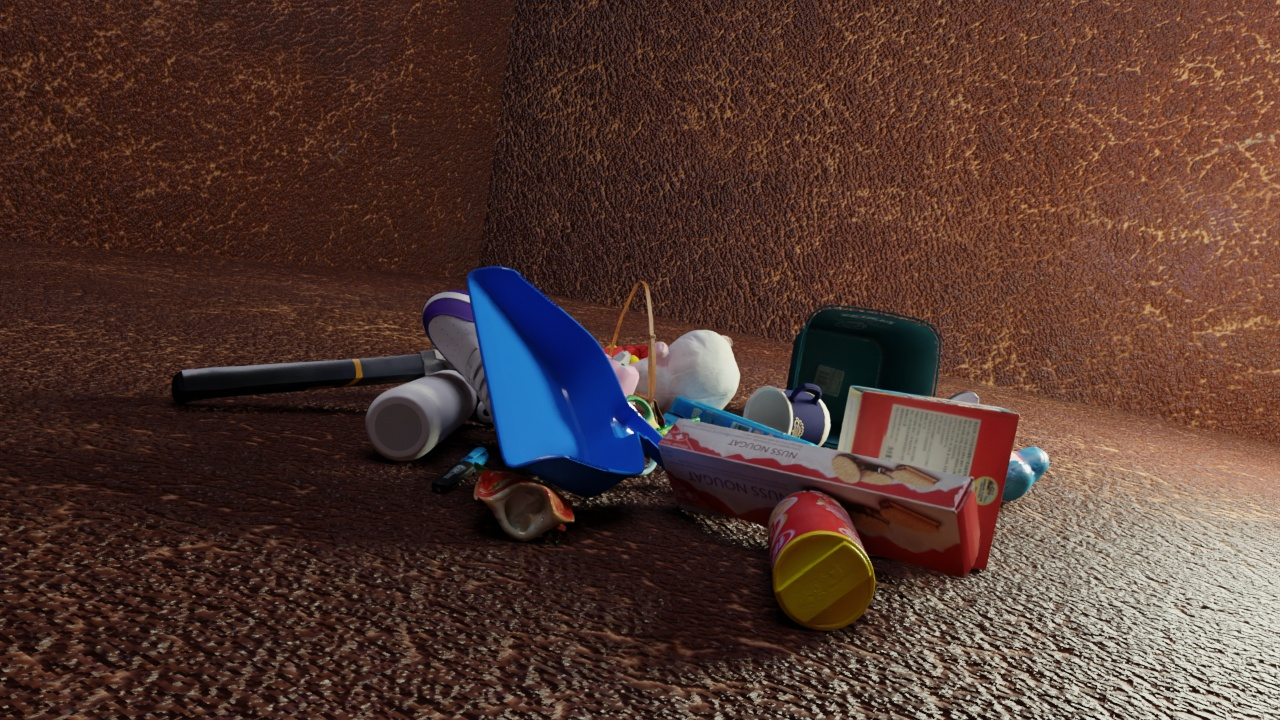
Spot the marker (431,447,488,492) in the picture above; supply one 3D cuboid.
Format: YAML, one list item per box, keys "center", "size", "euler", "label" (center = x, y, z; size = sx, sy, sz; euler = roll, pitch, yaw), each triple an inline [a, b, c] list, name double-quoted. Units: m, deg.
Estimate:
- center: [-0.162, 0.098, 0.832]
  size: [0.018, 0.015, 0.123]
  euler: [11, 9, 6]
  label: "marker"

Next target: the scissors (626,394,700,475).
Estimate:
- center: [0.023, 0.089, 0.967]
  size: [0.131, 0.108, 0.012]
  euler: [28, -30, -30]
  label: "scissors"

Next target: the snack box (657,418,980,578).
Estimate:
- center: [0.138, 0.110, 0.761]
  size: [0.273, 0.077, 0.044]
  euler: [9, 41, 37]
  label: "snack box"

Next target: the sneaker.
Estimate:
- center: [-0.132, 0.029, 0.928]
  size: [0.244, 0.092, 0.111]
  euler: [35, 23, -4]
  label: "sneaker"

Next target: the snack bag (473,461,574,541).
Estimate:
- center: [-0.099, 0.110, 0.759]
  size: [0.087, 0.044, 0.155]
  euler: [21, -2, -10]
  label: "snack bag"

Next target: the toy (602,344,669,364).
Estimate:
- center: [-0.015, 0.018, 1.340]
  size: [0.216, 0.099, 0.147]
  euler: [7, 18, -10]
  label: "toy"

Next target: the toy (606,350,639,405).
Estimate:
- center: [-0.083, 0.022, 1.018]
  size: [0.157, 0.123, 0.067]
  euler: [31, 1, 22]
  label: "toy"

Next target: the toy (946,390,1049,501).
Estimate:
- center: [0.403, 0.110, 1.140]
  size: [0.192, 0.099, 0.223]
  euler: [21, 27, 36]
  label: "toy"

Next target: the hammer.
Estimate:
- center: [-0.343, 0.018, 1.008]
  size: [0.311, 0.035, 0.140]
  euler: [-5, -17, -36]
  label: "hammer"

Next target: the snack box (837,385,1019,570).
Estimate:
- center: [0.244, 0.103, 0.804]
  size: [0.145, 0.142, 0.040]
  euler: [9, 6, -7]
  label: "snack box"

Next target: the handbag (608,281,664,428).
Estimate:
- center: [-0.006, 0.006, 1.042]
  size: [0.043, 0.196, 0.094]
  euler: [-5, 17, -40]
  label: "handbag"

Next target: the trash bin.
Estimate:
- center: [0.313, 0.028, 1.377]
  size: [0.196, 0.199, 0.218]
  euler: [10, 0, 0]
  label: "trash bin"

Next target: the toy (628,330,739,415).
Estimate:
- center: [0.048, 0.029, 1.223]
  size: [0.179, 0.139, 0.101]
  euler: [-3, 29, -21]
  label: "toy"

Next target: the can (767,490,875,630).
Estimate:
- center: [0.126, 0.140, 0.660]
  size: [0.067, 0.067, 0.124]
  euler: [10, 7, 5]
  label: "can"

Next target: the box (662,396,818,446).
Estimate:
- center: [0.105, 0.091, 1.071]
  size: [0.175, 0.060, 0.244]
  euler: [4, 8, -35]
  label: "box"

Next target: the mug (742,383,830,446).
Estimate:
- center: [0.199, 0.070, 1.169]
  size: [0.089, 0.112, 0.085]
  euler: [7, 42, -35]
  label: "mug"

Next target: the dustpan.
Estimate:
- center: [-0.043, 0.053, 0.844]
  size: [0.257, 0.059, 0.245]
  euler: [47, 16, -43]
  label: "dustpan"

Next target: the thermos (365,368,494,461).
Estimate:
- center: [-0.200, 0.055, 0.946]
  size: [0.101, 0.068, 0.229]
  euler: [22, 6, 0]
  label: "thermos"
